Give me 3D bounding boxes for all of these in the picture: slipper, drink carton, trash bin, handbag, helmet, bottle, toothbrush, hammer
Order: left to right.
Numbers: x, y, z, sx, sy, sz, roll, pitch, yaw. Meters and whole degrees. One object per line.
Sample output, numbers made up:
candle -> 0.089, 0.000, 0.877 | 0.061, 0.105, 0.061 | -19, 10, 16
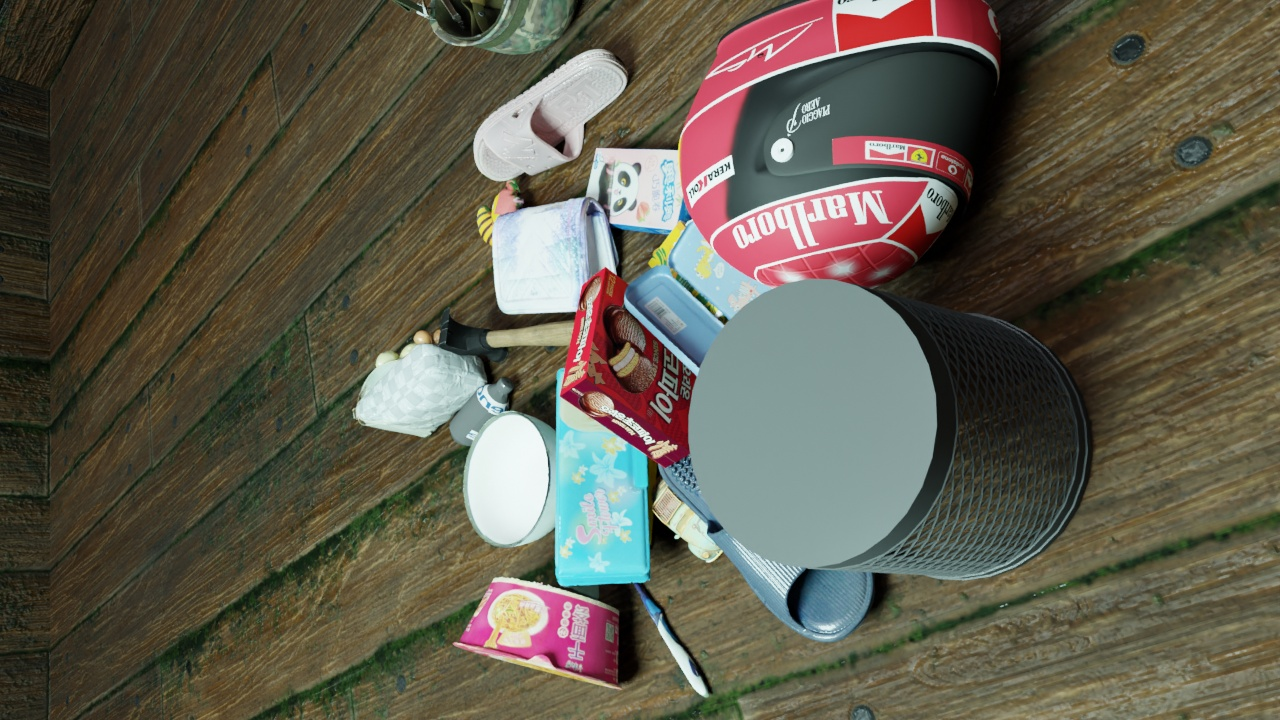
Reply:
handbag -> -0.282, 0.024, 1.199 | 0.172, 0.112, 0.123 | -33, 54, 35
helmet -> -0.193, -0.482, 1.113 | 0.193, 0.235, 0.224 | -40, 68, 37
bottle -> -0.197, 0.062, 1.153 | 0.113, 0.047, 0.047 | -46, 55, 27
slipper -> -0.112, -0.279, 1.103 | 0.240, 0.094, 0.064 | -30, 58, 32
hammer -> -0.102, -0.032, 1.048 | 0.306, 0.132, 0.040 | -3, 75, 34
handbag -> -0.099, -0.120, 1.070 | 0.159, 0.069, 0.126 | 1, 98, 43
toothbrush -> 0.021, 0.260, 0.935 | 0.017, 0.016, 0.189 | -47, 53, 15
drink carton -> 0.063, -0.084, 0.939 | 0.058, 0.041, 0.122 | -52, 53, 23
slipper -> 0.101, 0.131, 0.816 | 0.101, 0.082, 0.263 | -42, 51, -5
helmet -> 0.162, -0.168, 0.756 | 0.272, 0.197, 0.224 | -11, 74, 33
trash bin -> 0.179, 0.054, 0.675 | 0.218, 0.227, 0.217 | -10, 76, 42

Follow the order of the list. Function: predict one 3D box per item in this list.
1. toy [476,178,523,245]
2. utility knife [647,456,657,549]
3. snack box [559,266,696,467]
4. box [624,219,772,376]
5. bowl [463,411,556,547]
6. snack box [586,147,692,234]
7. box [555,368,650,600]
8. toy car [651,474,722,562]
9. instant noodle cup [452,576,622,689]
toy -> -0.173, -0.183, 1.176 | 0.104, 0.046, 0.084 | -21, 90, 50
utility knife -> 0.007, 0.091, 0.981 | 0.031, 0.019, 0.227 | -1, 78, 37
snack box -> -0.005, 0.005, 0.884 | 0.036, 0.132, 0.151 | -34, 32, 34
box -> 0.090, -0.030, 0.861 | 0.122, 0.047, 0.209 | -46, 73, 1
bowl -> -0.132, 0.138, 1.060 | 0.154, 0.072, 0.153 | -9, 76, 41
snack box -> 0.003, -0.188, 1.020 | 0.154, 0.033, 0.088 | 14, 93, 43
box -> -0.040, 0.131, 0.968 | 0.097, 0.117, 0.226 | -2, 62, 0
toy car -> 0.041, 0.150, 0.913 | 0.112, 0.047, 0.047 | 44, 108, 39
instant noodle cup -> -0.096, 0.278, 0.947 | 0.179, 0.178, 0.077 | -5, 62, 43
